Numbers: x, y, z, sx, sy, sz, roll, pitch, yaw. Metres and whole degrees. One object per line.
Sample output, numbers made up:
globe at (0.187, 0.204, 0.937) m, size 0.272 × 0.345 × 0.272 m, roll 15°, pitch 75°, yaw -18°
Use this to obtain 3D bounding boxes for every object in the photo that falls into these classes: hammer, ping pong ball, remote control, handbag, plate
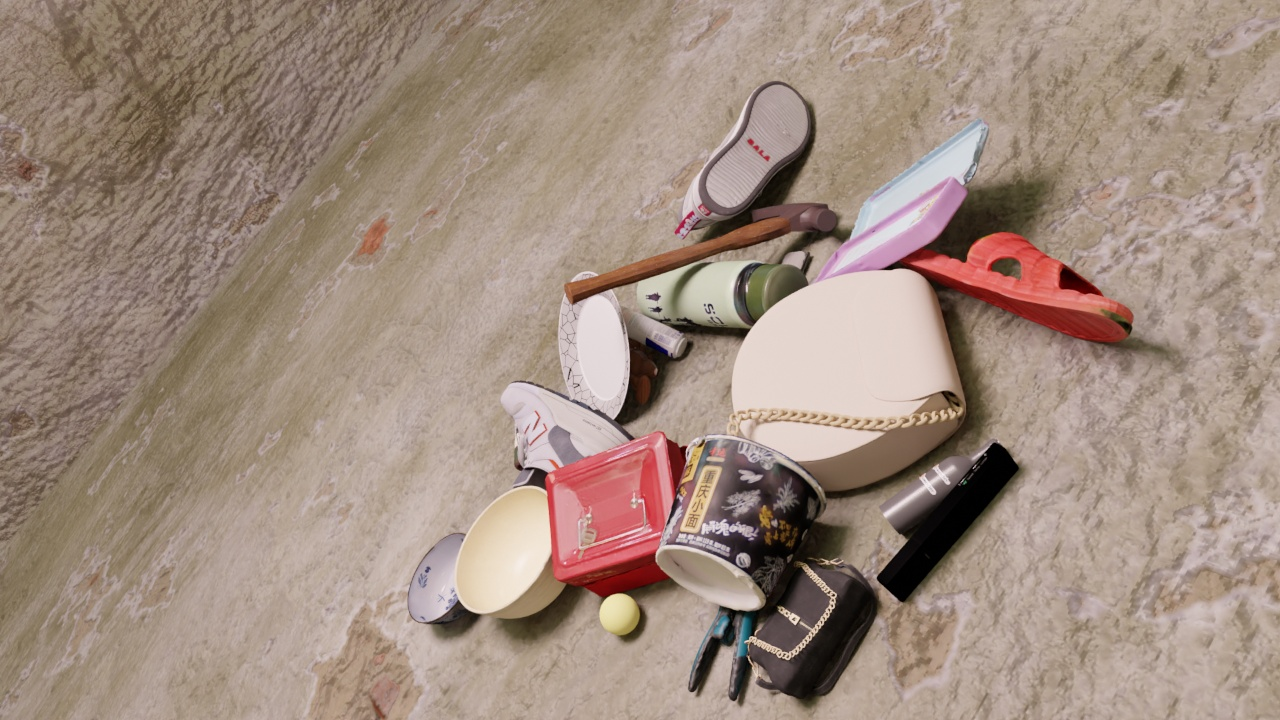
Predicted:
hammer at (0.067, -0.124, 1.047) m, size 0.322 × 0.033 × 0.115 m, roll -19°, pitch 17°, yaw -15°
ping pong ball at (-0.021, 0.253, 0.915) m, size 0.040 × 0.040 × 0.040 m, roll -27°, pitch 41°, yaw 26°
remote control at (0.159, -0.069, 1.055) m, size 0.033 × 0.013 × 0.136 m, roll 1°, pitch 57°, yaw 47°
remote control at (0.253, 0.133, 0.756) m, size 0.150 × 0.034 × 0.013 m, roll -48°, pitch 36°, yaw -2°
handbag at (0.189, 0.013, 0.876) m, size 0.209 × 0.103 × 0.210 m, roll -22°, pitch 45°, yaw 25°
handbag at (0.139, 0.225, 0.782) m, size 0.128 × 0.054 × 0.079 m, roll -56°, pitch 26°, yaw -7°
plate at (-0.053, -0.015, 1.133) m, size 0.189 × 0.016 × 0.189 m, roll 19°, pitch 113°, yaw 58°

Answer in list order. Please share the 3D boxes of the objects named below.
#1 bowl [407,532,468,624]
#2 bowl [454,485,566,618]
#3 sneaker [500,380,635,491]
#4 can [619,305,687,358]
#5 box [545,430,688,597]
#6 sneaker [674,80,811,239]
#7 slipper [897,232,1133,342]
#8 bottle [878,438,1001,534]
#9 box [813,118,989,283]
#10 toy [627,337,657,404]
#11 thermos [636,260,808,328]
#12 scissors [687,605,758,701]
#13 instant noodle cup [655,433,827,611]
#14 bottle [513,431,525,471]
bowl at (-0.222, 0.268, 1.099) m, size 0.114 × 0.045 × 0.114 m, roll -27°, pitch 41°, yaw 26°
bowl at (-0.127, 0.223, 1.020) m, size 0.151 × 0.075 × 0.150 m, roll -28°, pitch 40°, yaw 26°
sneaker at (-0.115, 0.106, 1.105) m, size 0.240 × 0.089 × 0.124 m, roll 14°, pitch 65°, yaw 46°
can at (0.010, -0.035, 1.123) m, size 0.095 × 0.032 × 0.032 m, roll 25°, pitch 74°, yaw 20°
box at (-0.005, 0.164, 0.950) m, size 0.158 × 0.110 × 0.133 m, roll -21°, pitch 55°, yaw 26°
sneaker at (0.133, -0.261, 1.208) m, size 0.262 × 0.097 × 0.129 m, roll -54°, pitch 10°, yaw -27°
slipper at (0.332, -0.077, 0.815) m, size 0.059 × 0.103 × 0.249 m, roll -64°, pitch 29°, yaw 6°
bottle at (0.259, 0.104, 0.781) m, size 0.113 × 0.030 × 0.030 m, roll -39°, pitch 37°, yaw 12°
box at (0.261, -0.148, 0.933) m, size 0.150 × 0.035 × 0.215 m, roll -59°, pitch 9°, yaw -20°
toy at (-0.007, 0.007, 1.127) m, size 0.054 × 0.042 × 0.102 m, roll -18°, pitch 39°, yaw -26°
thermos at (0.095, -0.078, 1.059) m, size 0.232 × 0.082 × 0.082 m, roll 5°, pitch 60°, yaw 55°
scissors at (0.082, 0.243, 0.840) m, size 0.148 × 0.019 × 0.123 m, roll -43°, pitch 36°, yaw 3°
instant noodle cup at (0.082, 0.151, 0.820) m, size 0.137 × 0.137 × 0.112 m, roll -2°, pitch 48°, yaw 44°
bottle at (-0.152, 0.098, 1.202) m, size 0.025 × 0.025 × 0.105 m, roll -30°, pitch 40°, yaw 22°
